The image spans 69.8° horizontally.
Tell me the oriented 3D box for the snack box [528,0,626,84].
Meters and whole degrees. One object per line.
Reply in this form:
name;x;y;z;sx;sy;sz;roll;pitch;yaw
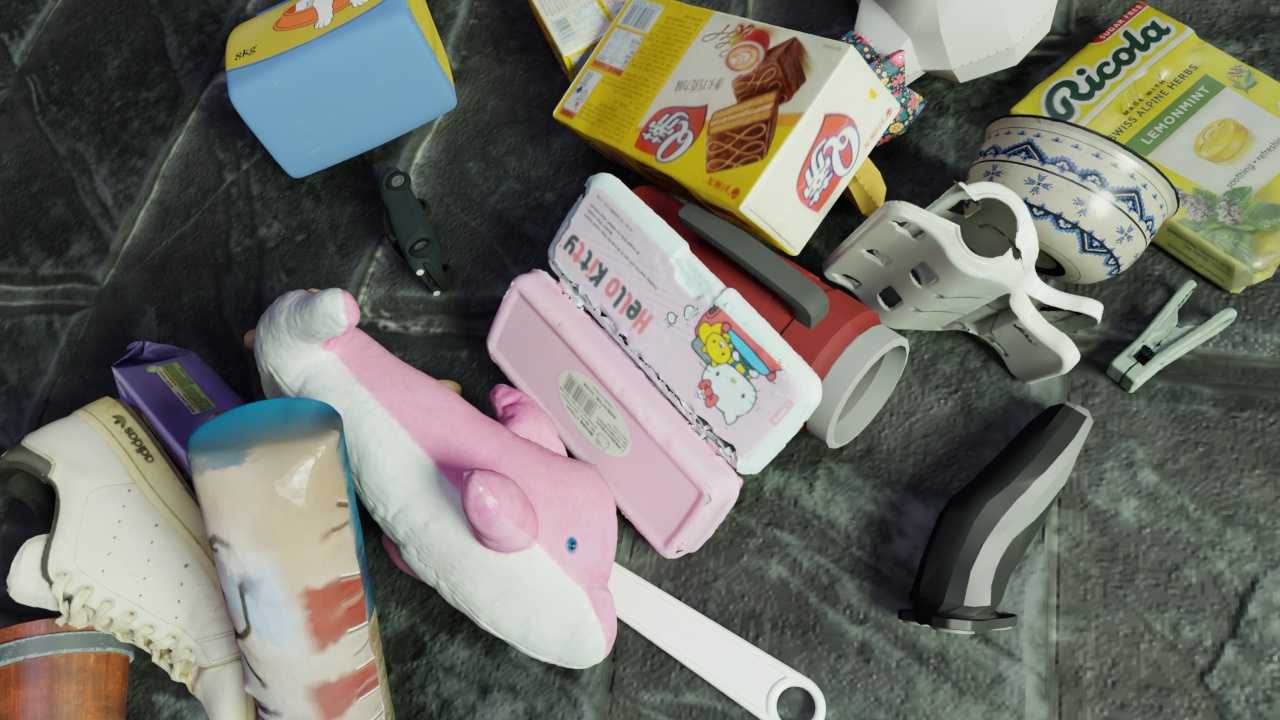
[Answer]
snack box;-0.035;-0.270;0.724;0.083;0.061;0.105;-27;61;2

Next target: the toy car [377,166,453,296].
toy car;-0.173;-0.098;0.688;0.034;0.046;0.112;-26;60;0

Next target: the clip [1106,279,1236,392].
clip;0.306;-0.013;0.534;0.074;0.023;0.035;-40;63;-4

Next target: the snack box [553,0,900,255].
snack box;0.042;-0.161;0.596;0.110;0.061;0.230;-56;42;4

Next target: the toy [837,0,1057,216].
toy;0.183;-0.238;0.616;0.268;0.141;0.246;-31;58;19

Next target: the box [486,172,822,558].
box;-0.005;0.004;0.549;0.201;0.044;0.155;46;125;22

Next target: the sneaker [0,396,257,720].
sneaker;-0.310;0.133;0.550;0.102;0.089;0.241;-25;71;-44

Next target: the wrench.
wrench;-0.013;0.138;0.550;0.273;0.018;0.066;28;75;23

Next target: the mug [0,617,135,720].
mug;-0.375;0.224;0.559;0.117;0.082;0.111;-2;63;-25

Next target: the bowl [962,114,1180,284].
bowl;0.242;-0.087;0.539;0.115;0.115;0.059;31;91;25

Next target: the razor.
razor;0.199;0.084;0.502;0.060;0.057;0.156;33;75;-7

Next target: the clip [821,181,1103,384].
clip;0.194;-0.052;0.534;0.151;0.126;0.091;22;80;-1

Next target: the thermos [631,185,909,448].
thermos;0.061;-0.039;0.563;0.198;0.108;0.083;37;67;29

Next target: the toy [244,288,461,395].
toy;-0.207;0.013;0.621;0.134;0.106;0.108;-35;72;1

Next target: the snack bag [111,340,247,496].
snack bag;-0.271;0.075;0.605;0.205;0.097;0.058;36;44;26

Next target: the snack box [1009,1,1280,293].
snack box;0.339;-0.136;0.570;0.121;0.045;0.181;-39;62;-5

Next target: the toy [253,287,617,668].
toy;-0.098;0.056;0.522;0.265;0.187;0.127;46;54;-7

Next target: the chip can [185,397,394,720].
chip can;-0.174;0.136;0.478;0.080;0.230;0.079;-2;25;1

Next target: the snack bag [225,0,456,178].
snack bag;-0.252;-0.270;0.768;0.159;0.102;0.205;-23;51;3
